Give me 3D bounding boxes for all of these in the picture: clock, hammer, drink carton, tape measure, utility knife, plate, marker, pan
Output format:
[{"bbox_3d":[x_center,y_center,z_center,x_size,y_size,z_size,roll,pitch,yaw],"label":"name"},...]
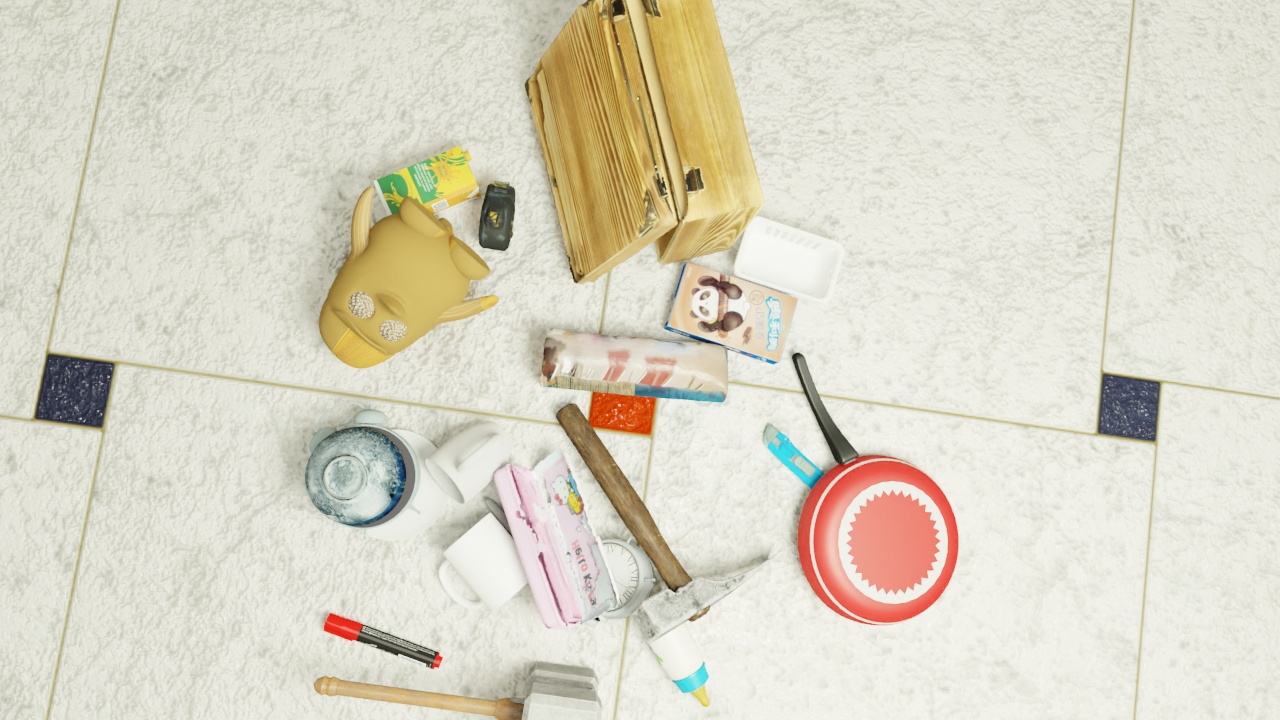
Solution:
[{"bbox_3d":[-0.331,0.126,1.095,0.122,0.045,0.159,-25,86,-6],"label":"clock"},{"bbox_3d":[0.016,0.166,1.116,0.217,0.037,0.300,-19,65,-40],"label":"hammer"},{"bbox_3d":[-0.262,-0.216,1.146,0.122,0.041,0.058,-24,87,-5],"label":"drink carton"},{"bbox_3d":[-0.177,-0.172,1.134,0.042,0.072,0.071,6,56,-9],"label":"tape measure"},{"bbox_3d":[-0.044,0.267,1.104,0.123,0.035,0.094,-32,64,8],"label":"clock"},{"bbox_3d":[0.221,0.146,1.162,0.173,0.015,0.031,41,85,-2],"label":"utility knife"},{"bbox_3d":[-0.301,0.152,1.124,0.134,0.011,0.134,0,85,-4],"label":"plate"},{"bbox_3d":[-0.308,0.339,1.102,0.145,0.021,0.023,21,106,-2],"label":"marker"},{"bbox_3d":[-0.208,0.386,1.033,0.317,0.163,0.083,9,84,-3],"label":"hammer"},{"bbox_3d":[0.270,0.154,1.136,0.208,0.067,0.356,-22,90,-15],"label":"pan"},{"bbox_3d":[-0.146,0.221,1.124,0.016,0.022,0.138,-41,90,6],"label":"marker"}]

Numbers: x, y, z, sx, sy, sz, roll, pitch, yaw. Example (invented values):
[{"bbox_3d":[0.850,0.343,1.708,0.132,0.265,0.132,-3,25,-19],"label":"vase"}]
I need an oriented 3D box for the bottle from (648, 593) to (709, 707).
[{"bbox_3d":[0.045,0.355,1.112,0.051,0.051,0.146,-29,87,-6],"label":"bottle"}]

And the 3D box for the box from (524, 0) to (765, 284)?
[{"bbox_3d":[-0.004,-0.260,1.059,0.215,0.257,0.279,-12,85,-8],"label":"box"}]

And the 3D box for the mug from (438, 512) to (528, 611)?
[{"bbox_3d":[-0.191,0.251,1.100,0.111,0.073,0.090,-41,89,19],"label":"mug"}]

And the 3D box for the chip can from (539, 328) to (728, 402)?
[{"bbox_3d":[-0.007,0.007,1.126,0.229,0.080,0.079,5,84,-4],"label":"chip can"}]

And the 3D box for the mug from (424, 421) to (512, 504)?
[{"bbox_3d":[-0.194,0.112,1.087,0.089,0.107,0.071,-41,92,-27],"label":"mug"}]

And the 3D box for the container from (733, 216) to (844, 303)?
[{"bbox_3d":[0.184,-0.124,1.166,0.129,0.049,0.080,18,84,-3],"label":"container"}]

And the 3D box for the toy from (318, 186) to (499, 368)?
[{"bbox_3d":[-0.293,-0.079,1.080,0.198,0.162,0.203,42,95,-17],"label":"toy"}]

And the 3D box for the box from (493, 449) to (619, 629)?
[{"bbox_3d":[-0.090,0.206,1.076,0.095,0.088,0.202,-25,69,6],"label":"box"}]

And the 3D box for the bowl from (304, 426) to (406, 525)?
[{"bbox_3d":[-0.328,0.133,1.041,0.114,0.061,0.114,0,87,-4],"label":"bowl"}]

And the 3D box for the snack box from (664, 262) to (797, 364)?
[{"bbox_3d":[0.114,-0.059,1.163,0.151,0.034,0.087,18,83,-3],"label":"snack box"}]
